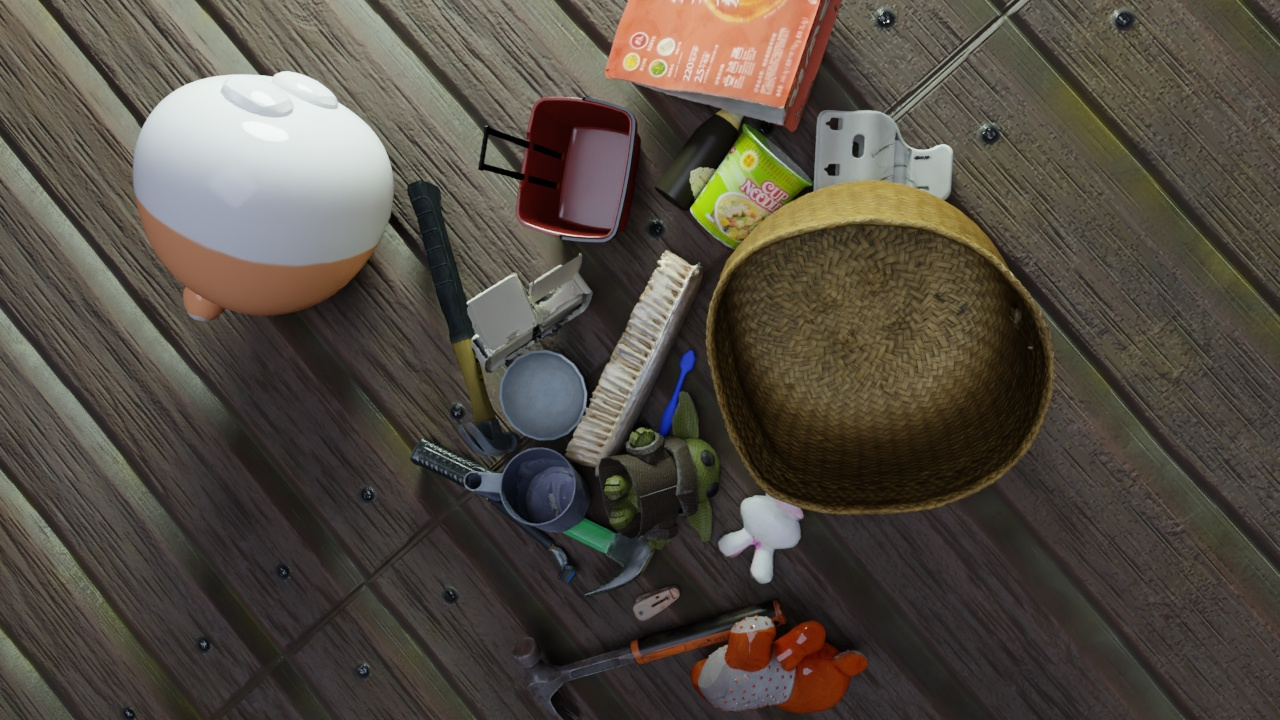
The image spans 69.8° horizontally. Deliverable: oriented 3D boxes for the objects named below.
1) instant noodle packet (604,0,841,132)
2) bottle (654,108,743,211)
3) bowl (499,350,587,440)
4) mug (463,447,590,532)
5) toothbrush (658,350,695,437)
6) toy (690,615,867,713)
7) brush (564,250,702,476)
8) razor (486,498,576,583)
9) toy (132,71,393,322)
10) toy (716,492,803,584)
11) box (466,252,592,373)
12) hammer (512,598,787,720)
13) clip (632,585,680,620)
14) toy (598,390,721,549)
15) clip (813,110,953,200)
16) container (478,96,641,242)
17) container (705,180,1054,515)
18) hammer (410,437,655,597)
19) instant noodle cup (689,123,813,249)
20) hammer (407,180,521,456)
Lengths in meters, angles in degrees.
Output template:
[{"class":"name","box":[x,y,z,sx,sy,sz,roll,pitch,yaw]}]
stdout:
[{"class":"instant noodle packet","box":[0.082,-0.354,0.972,0.221,0.084,0.164,18,89,17]},{"class":"bottle","box":[0.087,-0.252,1.010,0.045,0.045,0.184,37,95,6]},{"class":"bowl","box":[-0.110,0.039,1.084,0.106,0.039,0.106,1,96,12]},{"class":"mug","box":[-0.124,0.147,1.030,0.124,0.104,0.083,2,74,8]},{"class":"toothbrush","box":[0.031,0.073,1.072,0.016,0.018,0.183,20,102,9]},{"class":"toy","box":[0.154,0.341,1.020,0.172,0.092,0.164,13,133,-18]},{"class":"brush","box":[-0.006,0.006,1.036,0.056,0.083,0.271,27,101,7]},{"class":"razor","box":[-0.131,0.211,1.118,0.144,0.022,0.043,43,143,9]},{"class":"toy","box":[-0.421,-0.178,1.021,0.266,0.262,0.281,31,119,10]},{"class":"toy","box":[0.145,0.191,1.047,0.079,0.038,0.123,39,103,18]},{"class":"box","box":[-0.120,-0.056,0.989,0.143,0.184,0.050,-35,85,-14]},{"class":"hammer","box":[0.021,0.347,1.080,0.314,0.035,0.138,-18,117,7]},{"class":"clip","box":[0.017,0.286,1.082,0.061,0.041,0.024,-30,90,18]},{"class":"toy","box":[0.024,0.136,1.016,0.078,0.152,0.179,7,110,55]},{"class":"clip","box":[0.255,-0.200,0.982,0.152,0.096,0.126,0,98,-9]},{"class":"container","box":[-0.072,-0.202,0.968,0.127,0.200,0.148,12,98,11]},{"class":"container","box":[0.224,-0.023,0.899,0.307,0.196,0.307,5,116,11]},{"class":"hammer","box":[-0.133,0.172,1.096,0.319,0.032,0.130,24,79,13]},{"class":"instant noodle cup","box":[0.114,-0.182,0.990,0.099,0.098,0.108,43,110,5]},{"class":"hammer","box":[-0.213,-0.048,1.071,0.025,0.117,0.333,-17,87,14]}]
